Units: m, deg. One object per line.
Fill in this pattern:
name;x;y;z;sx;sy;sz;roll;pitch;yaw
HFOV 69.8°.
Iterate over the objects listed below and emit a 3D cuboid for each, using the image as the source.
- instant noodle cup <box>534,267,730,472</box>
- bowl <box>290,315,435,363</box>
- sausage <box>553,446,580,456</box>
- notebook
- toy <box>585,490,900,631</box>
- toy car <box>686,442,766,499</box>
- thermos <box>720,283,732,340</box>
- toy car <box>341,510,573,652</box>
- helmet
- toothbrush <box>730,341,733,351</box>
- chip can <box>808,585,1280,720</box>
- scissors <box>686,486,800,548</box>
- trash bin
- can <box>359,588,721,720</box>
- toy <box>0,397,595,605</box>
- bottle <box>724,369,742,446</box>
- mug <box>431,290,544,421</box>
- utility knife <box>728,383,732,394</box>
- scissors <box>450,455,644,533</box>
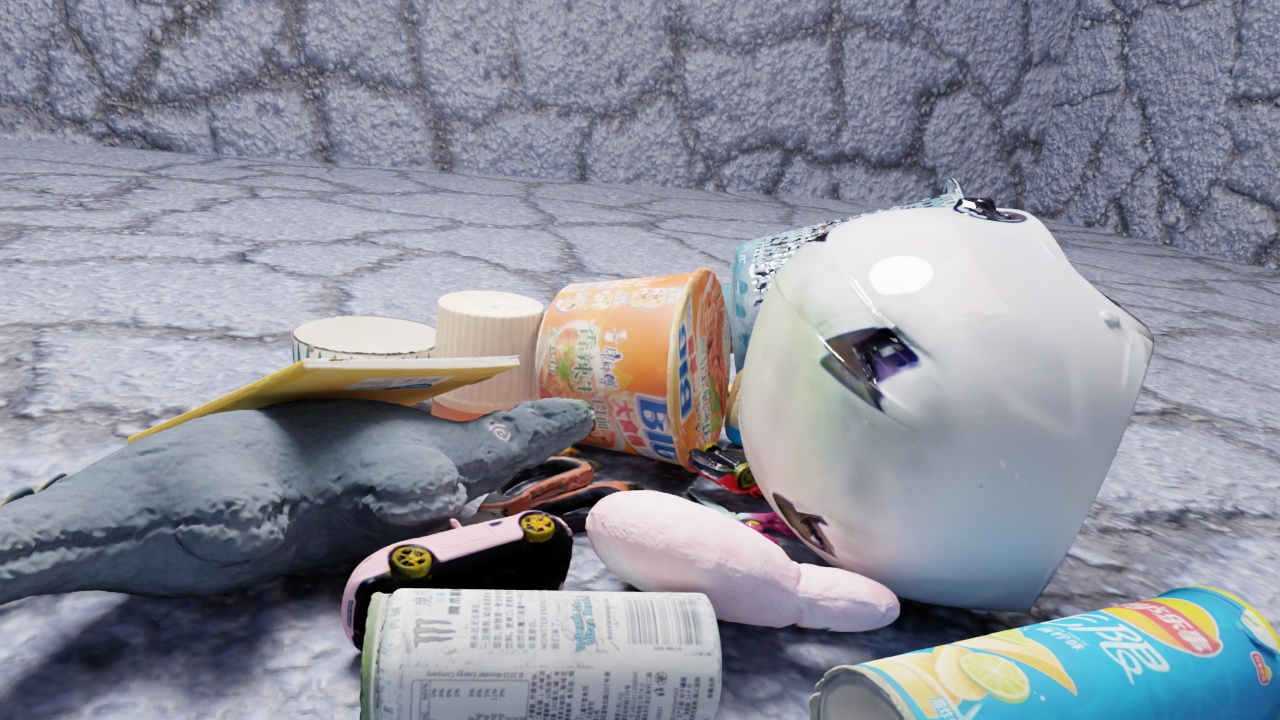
instant noodle cup;-0.004;0.004;0.691;0.111;0.151;0.151;3;15;20
bowl;-0.213;0.009;0.720;0.116;0.066;0.116;6;15;-2
sausage;-0.122;0.065;0.641;0.165;0.021;0.021;0;17;-18
notebook;-0.195;0.027;0.561;0.207;0.010;0.145;-18;-11;38
toy;0.048;0.107;0.468;0.159;0.054;0.121;16;-11;3
toy car;0.080;0.079;0.643;0.106;0.031;0.049;8;10;-34
thermos;0.118;-0.051;1.049;0.221;0.070;0.070;13;18;22
toy car;-0.088;0.107;0.454;0.122;0.056;0.037;-8;28;-40
helmet;0.134;0.018;0.528;0.145;0.229;0.258;3;31;-20
toothbrush;0.012;-0.020;0.997;0.185;0.012;0.017;2;11;-11
chip can;0.177;0.146;0.387;0.210;0.071;0.071;-2;18;-26
scissors;0.064;0.102;0.588;0.135;0.017;0.133;4;9;-21
trash bin;0.183;-0.037;0.811;0.195;0.227;0.226;-4;14;13
can;-0.041;0.128;0.392;0.146;0.058;0.058;3;17;-9
toy;-0.176;0.065;0.470;0.138;0.091;0.355;-14;-4;44
bottle;0.177;0.056;0.706;0.219;0.065;0.065;12;18;17
mug;-0.119;0.003;0.703;0.081;0.106;0.114;1;17;-16
utility knife;0.028;0.023;0.849;0.162;0.018;0.031;-1;22;-16
scissors;-0.074;0.101;0.550;0.193;0.015;0.206;4;17;-8
